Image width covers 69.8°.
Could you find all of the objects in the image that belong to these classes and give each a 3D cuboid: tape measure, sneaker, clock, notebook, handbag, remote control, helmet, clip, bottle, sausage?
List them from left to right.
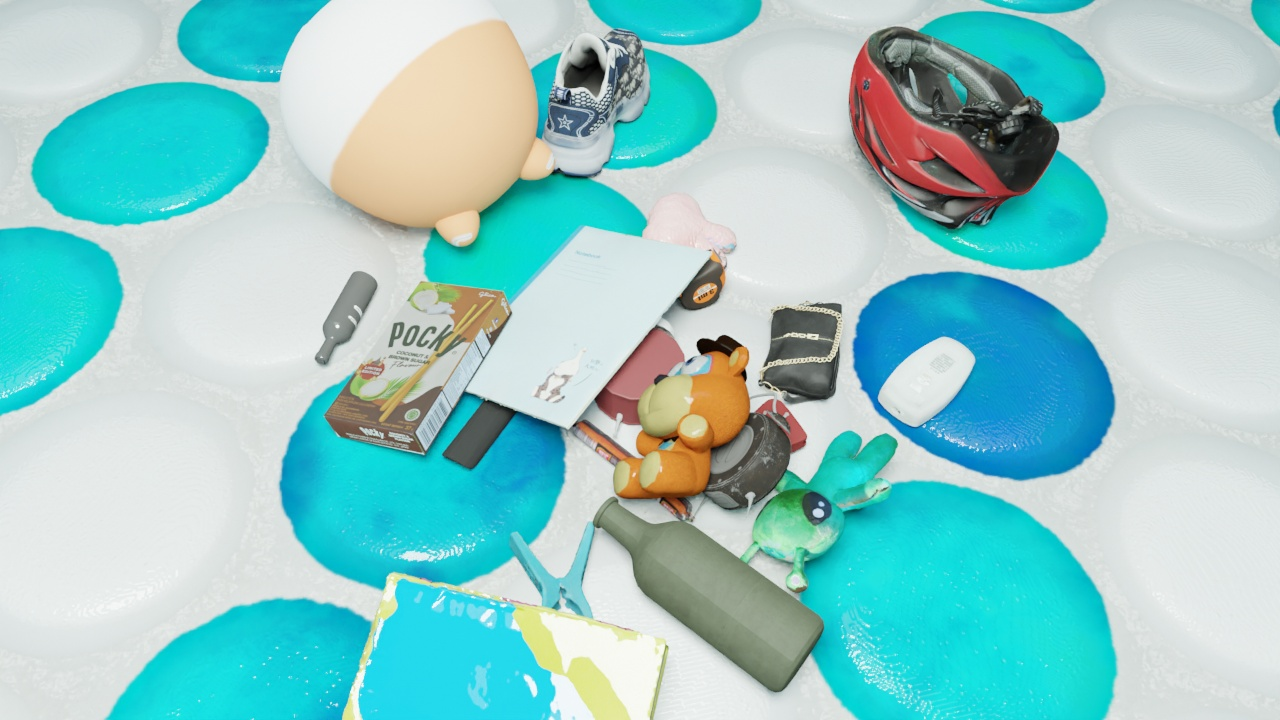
[{"bbox_3d":[-0.306,-0.042,0.942,0.030,0.030,0.112,11,52,5],"label":"bottle"},{"bbox_3d":[-0.140,0.046,0.893,0.033,0.015,0.146,24,54,15],"label":"remote control"},{"bbox_3d":[-0.057,0.194,0.778,0.103,0.027,0.120,-7,52,-6],"label":"clip"},{"bbox_3d":[-0.066,-0.045,0.925,0.181,0.009,0.252,16,54,35],"label":"notebook"},{"bbox_3d":[-0.054,-0.356,1.138,0.103,0.133,0.268,15,51,10],"label":"sneaker"},{"bbox_3d":[-0.008,0.100,0.857,0.155,0.020,0.020,36,58,23],"label":"sausage"},{"bbox_3d":[-0.005,0.005,0.912,0.096,0.048,0.137,-9,53,-10],"label":"clock"},{"bbox_3d":[0.061,-0.087,0.981,0.058,0.059,0.038,-31,57,2],"label":"tape measure"},{"bbox_3d":[0.049,0.184,0.762,0.207,0.072,0.071,33,57,21],"label":"bottle"},{"bbox_3d":[0.097,0.089,0.831,0.044,0.091,0.122,43,62,-22],"label":"clock"},{"bbox_3d":[0.126,0.068,0.890,0.051,0.019,0.059,-20,50,-16],"label":"tape measure"},{"bbox_3d":[0.164,-0.011,0.940,0.079,0.054,0.128,6,54,15],"label":"handbag"},{"bbox_3d":[0.292,0.019,0.931,0.060,0.028,0.114,38,59,24],"label":"remote control"},{"bbox_3d":[0.351,-0.281,1.079,0.217,0.167,0.271,-9,58,-28],"label":"helmet"}]

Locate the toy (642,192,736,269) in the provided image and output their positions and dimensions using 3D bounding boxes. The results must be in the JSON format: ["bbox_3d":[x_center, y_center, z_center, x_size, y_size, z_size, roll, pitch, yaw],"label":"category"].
[{"bbox_3d":[0.055,-0.138,1.028,0.105,0.053,0.108,24,53,1],"label":"toy"}]

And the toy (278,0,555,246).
[{"bbox_3d":[-0.237,-0.269,0.991,0.262,0.266,0.280,-45,94,-15],"label":"toy"}]

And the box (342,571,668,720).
[{"bbox_3d":[-0.097,0.243,0.689,0.221,0.080,0.124,10,68,7],"label":"box"}]

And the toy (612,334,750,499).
[{"bbox_3d":[0.045,0.053,0.816,0.096,0.112,0.175,48,63,-7],"label":"toy"}]

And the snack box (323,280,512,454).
[{"bbox_3d":[-0.213,0.001,0.898,0.101,0.032,0.185,8,51,22],"label":"snack box"}]

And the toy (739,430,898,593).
[{"bbox_3d":[0.161,0.129,0.817,0.131,0.072,0.192,1,34,50],"label":"toy"}]
